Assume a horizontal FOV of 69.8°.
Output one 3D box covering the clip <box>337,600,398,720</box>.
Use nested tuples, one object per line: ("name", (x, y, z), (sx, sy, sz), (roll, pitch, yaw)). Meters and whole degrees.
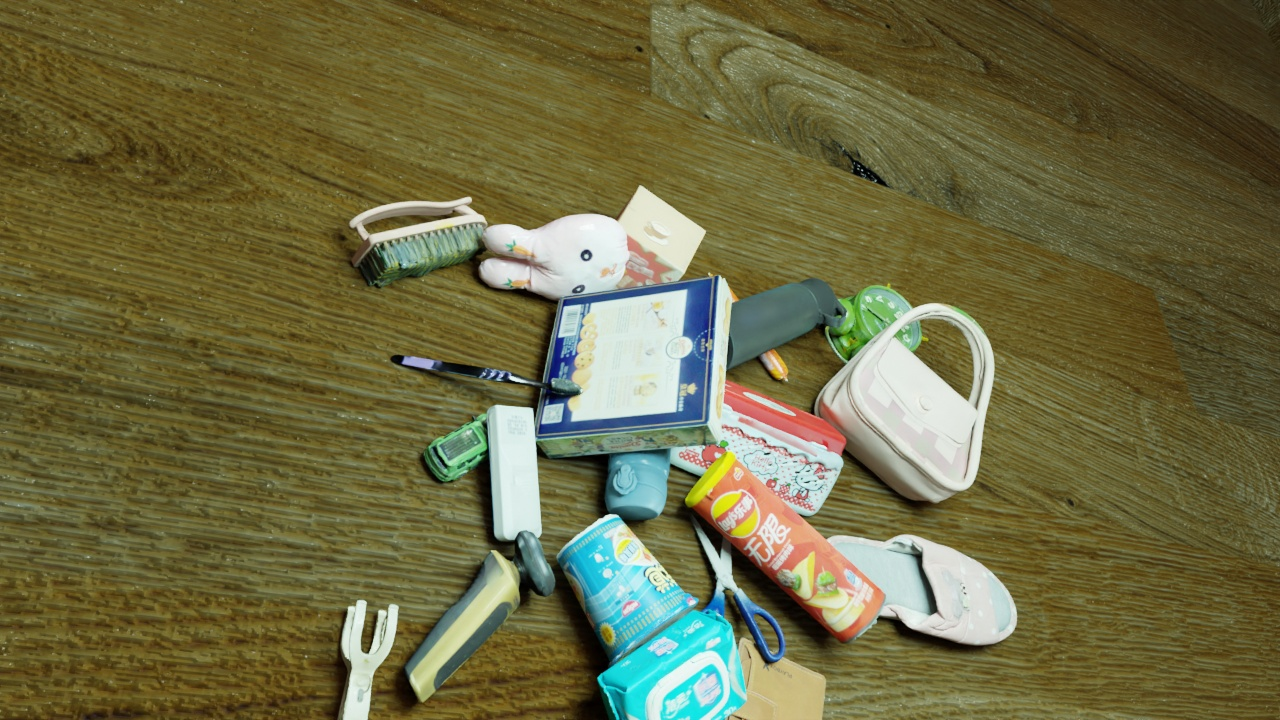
("clip", (-0.226, 0.243, 0.739), (0.034, 0.087, 0.104), (13, 84, -24))

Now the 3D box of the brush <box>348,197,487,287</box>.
("brush", (-0.221, -0.129, 0.938), (0.145, 0.063, 0.073), (-22, 85, -38))

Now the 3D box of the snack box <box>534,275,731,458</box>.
("snack box", (-0.005, 0.005, 0.918), (0.183, 0.046, 0.177), (-6, 53, 19))

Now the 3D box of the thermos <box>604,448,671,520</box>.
("thermos", (0.003, 0.060, 0.950), (0.070, 0.070, 0.220), (20, 53, -18))

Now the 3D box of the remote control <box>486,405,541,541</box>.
("remote control", (-0.116, 0.105, 0.856), (0.049, 0.024, 0.124), (8, 71, -50))

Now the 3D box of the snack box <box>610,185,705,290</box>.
("snack box", (0.004, -0.124, 1.044), (0.093, 0.095, 0.076), (34, 51, -8))

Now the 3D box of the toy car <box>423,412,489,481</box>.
("toy car", (-0.159, 0.079, 0.866), (0.091, 0.036, 0.043), (-30, 78, -43))

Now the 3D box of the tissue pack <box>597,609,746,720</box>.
("tissue pack", (0.027, 0.289, 0.800), (0.133, 0.050, 0.093), (-27, 111, -27))

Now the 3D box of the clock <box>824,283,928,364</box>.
("clock", (0.296, -0.036, 1.184), (0.160, 0.056, 0.116), (-23, 74, -37))

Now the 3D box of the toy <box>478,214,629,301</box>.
("toy", (-0.090, -0.107, 0.971), (0.159, 0.122, 0.054), (-2, 51, -15))

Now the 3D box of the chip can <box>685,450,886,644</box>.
("chip can", (0.146, 0.190, 0.932), (0.216, 0.073, 0.073), (43, 50, 2))

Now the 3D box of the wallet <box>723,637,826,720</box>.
("wallet", (0.118, 0.342, 0.868), (0.119, 0.035, 0.130), (31, 48, -14))

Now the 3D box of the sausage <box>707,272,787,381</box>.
("sausage", (0.129, -0.041, 1.113), (0.021, 0.022, 0.165), (-26, 77, -38))

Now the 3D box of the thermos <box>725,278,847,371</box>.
("thermos", (0.153, -0.044, 1.052), (0.090, 0.068, 0.241), (18, 26, 36))

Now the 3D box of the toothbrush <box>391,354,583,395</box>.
("toothbrush", (-0.148, 0.012, 0.886), (0.189, 0.017, 0.014), (10, 67, 0))

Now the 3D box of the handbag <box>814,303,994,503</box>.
("handbag", (0.341, 0.034, 1.105), (0.193, 0.094, 0.233), (41, 66, -6))

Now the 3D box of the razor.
("razor", (-0.136, 0.219, 0.783), (0.068, 0.062, 0.167), (26, 51, 25))

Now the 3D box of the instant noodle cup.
("instant noodle cup", (-0.018, 0.204, 0.838), (0.099, 0.099, 0.110), (-22, 66, -37))

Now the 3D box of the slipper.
("slipper", (0.316, 0.251, 1.020), (0.274, 0.055, 0.114), (17, 55, -19))

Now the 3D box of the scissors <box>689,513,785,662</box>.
("scissors", (0.083, 0.231, 0.911), (0.162, 0.012, 0.162), (44, 44, 14))

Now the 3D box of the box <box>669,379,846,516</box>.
("box", (0.121, 0.088, 1.018), (0.201, 0.100, 0.095), (23, 12, -17))
